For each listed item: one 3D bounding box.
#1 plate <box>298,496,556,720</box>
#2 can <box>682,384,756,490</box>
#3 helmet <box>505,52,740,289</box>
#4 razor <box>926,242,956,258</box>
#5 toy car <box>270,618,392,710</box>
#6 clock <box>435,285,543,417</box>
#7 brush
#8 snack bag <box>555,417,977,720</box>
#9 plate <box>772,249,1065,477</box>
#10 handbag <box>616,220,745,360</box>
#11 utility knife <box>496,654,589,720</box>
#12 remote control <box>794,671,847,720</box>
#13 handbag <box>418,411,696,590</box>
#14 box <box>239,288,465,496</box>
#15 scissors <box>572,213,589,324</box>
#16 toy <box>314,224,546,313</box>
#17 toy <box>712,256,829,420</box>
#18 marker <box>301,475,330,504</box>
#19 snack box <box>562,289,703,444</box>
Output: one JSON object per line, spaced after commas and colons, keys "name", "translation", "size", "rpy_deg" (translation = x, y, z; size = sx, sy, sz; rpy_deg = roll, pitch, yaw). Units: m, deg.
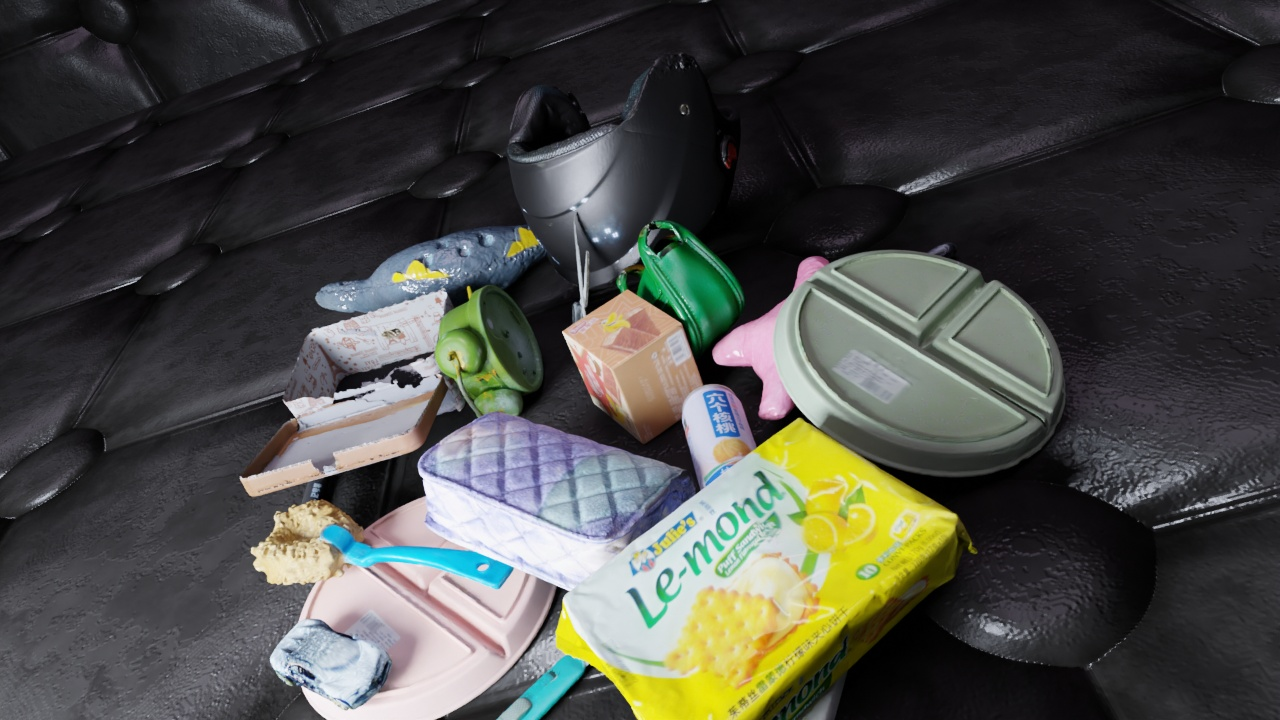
{"name": "plate", "translation": [-0.177, 0.189, 0.746], "size": [0.230, 0.028, 0.229], "rpy_deg": [-14, 37, 11]}
{"name": "can", "translation": [0.068, 0.077, 0.738], "size": [0.053, 0.053, 0.134], "rpy_deg": [-19, 35, 4]}
{"name": "helmet", "translation": [-0.010, -0.204, 1.004], "size": [0.273, 0.230, 0.234], "rpy_deg": [-21, 20, -41]}
{"name": "razor", "translation": [0.238, -0.085, 0.889], "size": [0.142, 0.022, 0.042], "rpy_deg": [-19, 62, -1]}
{"name": "toy car", "translation": [-0.231, 0.222, 0.679], "size": [0.106, 0.031, 0.048], "rpy_deg": [7, 46, 33]}
{"name": "clock", "translation": [-0.151, -0.003, 0.910], "size": [0.056, 0.116, 0.161], "rpy_deg": [-24, 30, 16]}
{"name": "brush", "translation": [-0.212, 0.156, 0.743], "size": [0.255, 0.046, 0.082], "rpy_deg": [1, 33, 29]}
{"name": "snack bag", "translation": [0.079, 0.148, 0.588], "size": [0.246, 0.068, 0.158], "rpy_deg": [-35, 37, -17]}
{"name": "plate", "translation": [0.220, -0.009, 0.723], "size": [0.230, 0.028, 0.229], "rpy_deg": [1, 48, -1]}
{"name": "handbag", "translation": [0.031, -0.060, 0.862], "size": [0.068, 0.131, 0.120], "rpy_deg": [-38, 82, -17]}
{"name": "utility knife", "translation": [-0.081, 0.243, 0.635], "size": [0.192, 0.013, 0.029], "rpy_deg": [-39, 39, -23]}
{"name": "remote control", "translation": [0.107, 0.190, 0.597], "size": [0.058, 0.021, 0.149], "rpy_deg": [1, 41, 31]}
{"name": "handbag", "translation": [-0.069, 0.107, 0.720], "size": [0.194, 0.076, 0.133], "rpy_deg": [17, 31, 27]}
{"name": "box", "translation": [-0.276, 0.045, 0.932], "size": [0.178, 0.088, 0.261], "rpy_deg": [-17, 35, 7]}
{"name": "scissors", "translation": [-0.056, -0.053, 0.904], "size": [0.014, 0.177, 0.159], "rpy_deg": [-9, 63, -10]}
{"name": "toy", "translation": [-0.235, -0.109, 1.115], "size": [0.356, 0.091, 0.137], "rpy_deg": [-17, 23, 4]}
{"name": "toy", "translation": [0.161, -0.016, 0.797], "size": [0.194, 0.075, 0.179], "rpy_deg": [-43, 42, -22]}
{"name": "marker", "translation": [-0.319, 0.152, 0.877], "size": [0.022, 0.020, 0.131], "rpy_deg": [-35, 32, 21]}
{"name": "snack box", "translation": [-0.005, 0.005, 0.838], "size": [0.077, 0.093, 0.094], "rpy_deg": [-34, 37, -16]}
